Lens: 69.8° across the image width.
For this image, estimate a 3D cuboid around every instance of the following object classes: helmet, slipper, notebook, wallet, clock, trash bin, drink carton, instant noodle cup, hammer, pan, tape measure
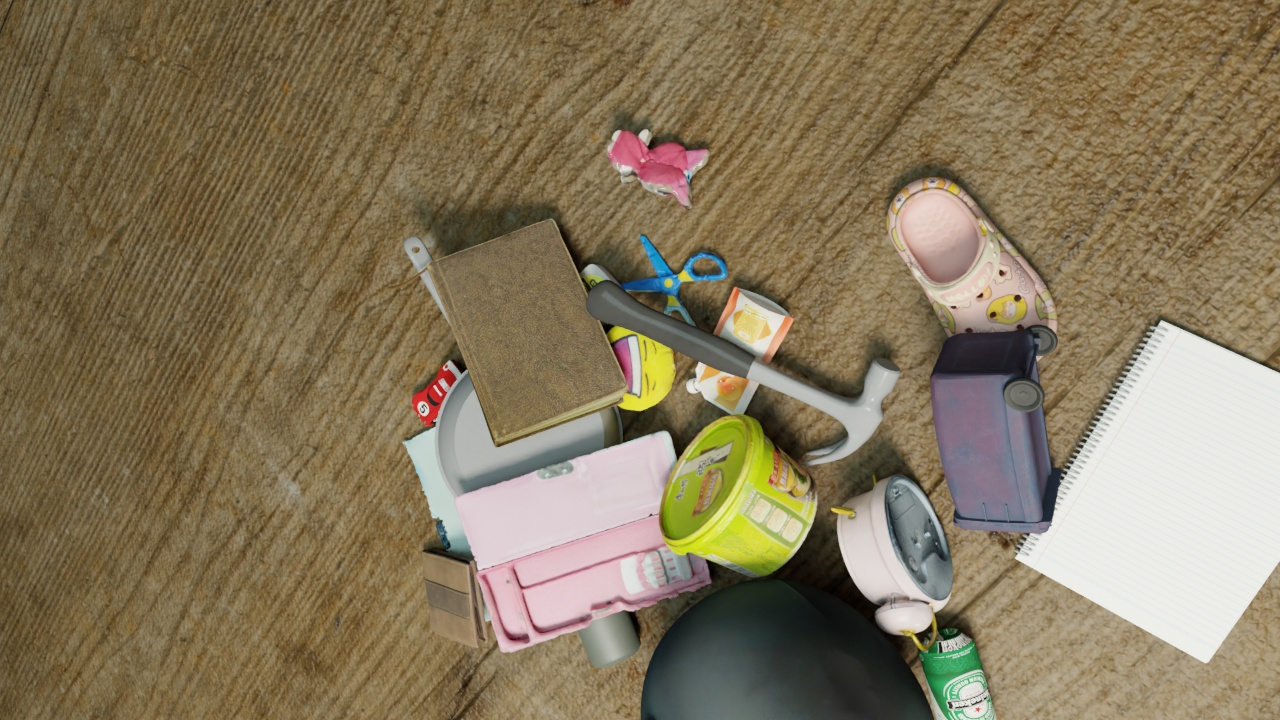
[{"bbox_3d":[0.142,0.340,0.799,0.316,0.248,0.237,53,143,30],"label":"helmet"},{"bbox_3d":[0.290,-0.078,0.809,0.093,0.081,0.197,-33,80,21],"label":"slipper"},{"bbox_3d":[-0.138,-0.026,0.948,0.190,0.034,0.215,-20,74,-9],"label":"notebook"},{"bbox_3d":[-0.219,0.275,1.070,0.121,0.026,0.098,-5,94,53],"label":"wallet"},{"bbox_3d":[0.239,0.185,0.840,0.059,0.116,0.158,-27,84,34],"label":"clock"},{"bbox_3d":[0.307,0.063,0.780,0.092,0.093,0.161,-3,118,33],"label":"trash bin"},{"bbox_3d":[0.098,-0.006,0.928,0.069,0.038,0.122,31,112,17],"label":"drink carton"},{"bbox_3d":[0.096,0.133,0.877,0.098,0.146,0.146,32,110,-18],"label":"instant noodle cup"},{"bbox_3d":[0.086,0.001,0.901,0.311,0.029,0.125,24,116,11],"label":"hammer"},{"bbox_3d":[-0.158,0.017,0.978,0.200,0.051,0.356,-31,90,-8],"label":"pan"},{"bbox_3d":[-0.050,-0.065,0.987,0.065,0.016,0.064,-46,70,21],"label":"tape measure"},{"bbox_3d":[0.464,0.113,0.788,0.178,0.013,0.246,29,106,17],"label":"notebook"}]

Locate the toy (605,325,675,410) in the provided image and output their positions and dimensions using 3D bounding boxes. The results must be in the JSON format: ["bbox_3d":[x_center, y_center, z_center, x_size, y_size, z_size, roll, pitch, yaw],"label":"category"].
[{"bbox_3d":[-0.006,0.006,0.966,0.094,0.041,0.095,-1,92,28],"label":"toy"}]

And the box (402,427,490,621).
[{"bbox_3d":[-0.177,0.177,1.055,0.171,0.071,0.243,-28,83,55],"label":"box"}]

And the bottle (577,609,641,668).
[{"bbox_3d":[-0.045,0.274,0.999,0.060,0.060,0.108,-26,85,23],"label":"bottle"}]

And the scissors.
[{"bbox_3d":[0.034,-0.074,0.958,0.126,0.015,0.127,-1,92,29],"label":"scissors"}]

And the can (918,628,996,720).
[{"bbox_3d":[0.296,0.305,0.857,0.053,0.053,0.101,-16,88,24],"label":"can"}]

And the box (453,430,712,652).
[{"bbox_3d":[-0.057,0.184,0.948,0.232,0.039,0.179,-16,96,-5],"label":"box"}]

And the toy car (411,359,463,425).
[{"bbox_3d":[-0.236,0.038,1.078,0.090,0.025,0.038,-43,78,21],"label":"toy car"}]

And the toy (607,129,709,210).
[{"bbox_3d":[0.015,-0.198,0.936,0.102,0.050,0.065,23,83,1],"label":"toy"}]
